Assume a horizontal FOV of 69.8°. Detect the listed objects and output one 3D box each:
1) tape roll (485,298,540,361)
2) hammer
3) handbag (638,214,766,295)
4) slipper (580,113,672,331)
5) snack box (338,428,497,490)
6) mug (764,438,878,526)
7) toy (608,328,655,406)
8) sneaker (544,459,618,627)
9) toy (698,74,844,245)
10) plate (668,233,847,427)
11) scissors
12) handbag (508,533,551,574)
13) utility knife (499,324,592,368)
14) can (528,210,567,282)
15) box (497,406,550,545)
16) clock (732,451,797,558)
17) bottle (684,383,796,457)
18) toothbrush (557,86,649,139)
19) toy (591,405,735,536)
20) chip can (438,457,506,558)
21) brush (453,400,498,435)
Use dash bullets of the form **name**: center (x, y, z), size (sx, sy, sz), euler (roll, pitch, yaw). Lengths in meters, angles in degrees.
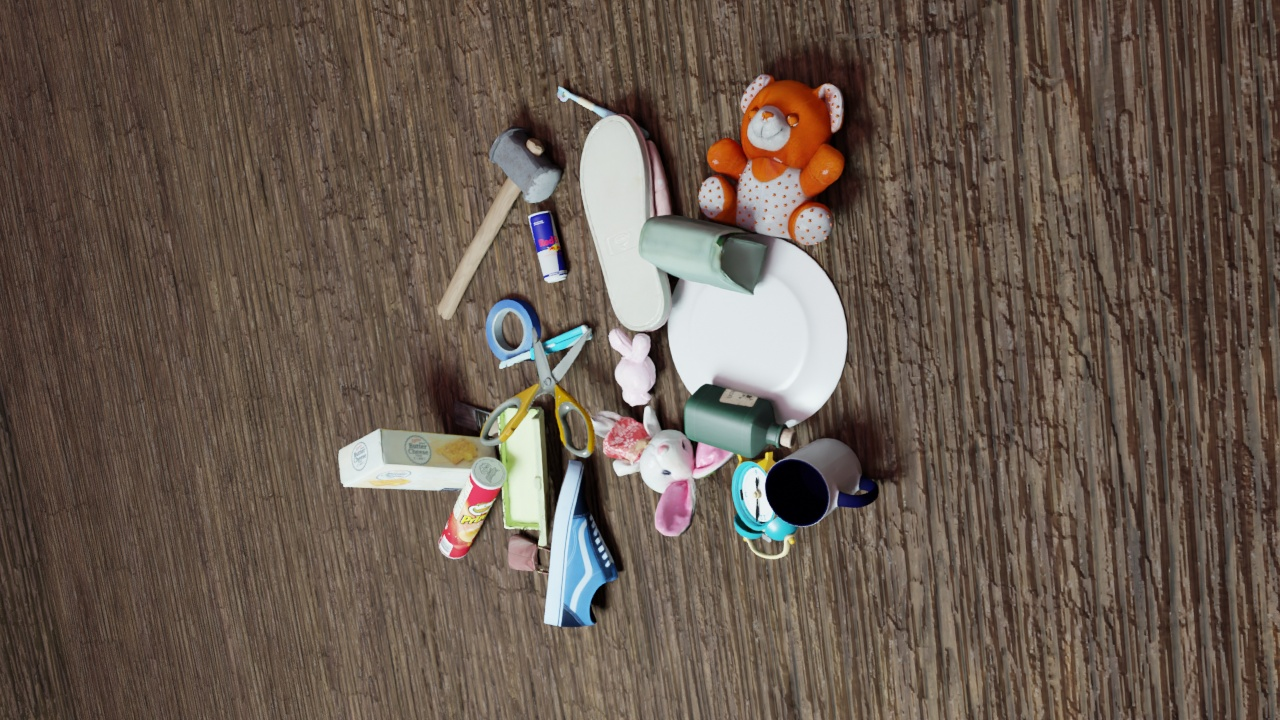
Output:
- **tape roll**: center (-0.185, -0.043, 1.330), size (0.091, 0.016, 0.093), euler (3, 102, 34)
- **hammer**: center (-0.220, -0.181, 1.312), size (0.098, 0.052, 0.329), euler (49, 126, 16)
- **handbag**: center (0.075, -0.127, 1.065), size (0.122, 0.106, 0.067), euler (18, 92, 39)
- **slipper**: center (-0.009, -0.172, 1.158), size (0.114, 0.054, 0.274), euler (-8, 93, 36)
- **snack box**: center (-0.322, 0.148, 1.348), size (0.104, 0.207, 0.057), euler (-27, 66, 35)
- **mug**: center (0.213, 0.141, 1.042), size (0.112, 0.096, 0.079), euler (12, 106, 32)
- **toy**: center (-0.007, 0.007, 1.190), size (0.063, 0.047, 0.110), euler (26, 138, 38)
- **sneaker**: center (-0.076, 0.261, 1.299), size (0.098, 0.083, 0.241), euler (6, 98, -2)
- **toy**: center (0.151, -0.223, 1.012), size (0.164, 0.092, 0.173), euler (19, 109, 32)
- **plate**: center (0.133, -0.031, 1.112), size (0.243, 0.016, 0.242), euler (8, 104, 33)
- **scissors**: center (-0.134, 0.055, 1.244), size (0.230, 0.016, 0.225), euler (-35, 56, 18)
- **handbag**: center (-0.143, 0.297, 1.371), size (0.120, 0.029, 0.055), euler (9, 103, 28)
- **utility knife**: center (-0.135, -0.014, 1.288), size (0.162, 0.015, 0.022), euler (-22, 84, 27)
- **can**: center (-0.126, -0.155, 1.256), size (0.032, 0.032, 0.095), euler (-13, 92, 36)
- **box**: center (-0.156, 0.161, 1.326), size (0.128, 0.066, 0.188), euler (9, 105, 55)
- **clock**: center (0.149, 0.176, 1.116), size (0.099, 0.043, 0.129), euler (-14, 84, 59)
- **bottle**: center (0.123, 0.077, 1.099), size (0.131, 0.061, 0.061), euler (16, 127, 29)
- **toothbrush**: center (-0.049, -0.317, 1.178), size (0.155, 0.016, 0.022), euler (33, 149, 26)
- **toy**: center (0.020, 0.120, 1.180), size (0.194, 0.084, 0.159), euler (31, 78, 31)
- **chip can**: center (-0.256, 0.227, 1.386), size (0.052, 0.051, 0.215), euler (48, 136, 17)
- **brush**: center (-0.228, 0.096, 1.393), size (0.151, 0.012, 0.039), euler (14, 107, 31)
